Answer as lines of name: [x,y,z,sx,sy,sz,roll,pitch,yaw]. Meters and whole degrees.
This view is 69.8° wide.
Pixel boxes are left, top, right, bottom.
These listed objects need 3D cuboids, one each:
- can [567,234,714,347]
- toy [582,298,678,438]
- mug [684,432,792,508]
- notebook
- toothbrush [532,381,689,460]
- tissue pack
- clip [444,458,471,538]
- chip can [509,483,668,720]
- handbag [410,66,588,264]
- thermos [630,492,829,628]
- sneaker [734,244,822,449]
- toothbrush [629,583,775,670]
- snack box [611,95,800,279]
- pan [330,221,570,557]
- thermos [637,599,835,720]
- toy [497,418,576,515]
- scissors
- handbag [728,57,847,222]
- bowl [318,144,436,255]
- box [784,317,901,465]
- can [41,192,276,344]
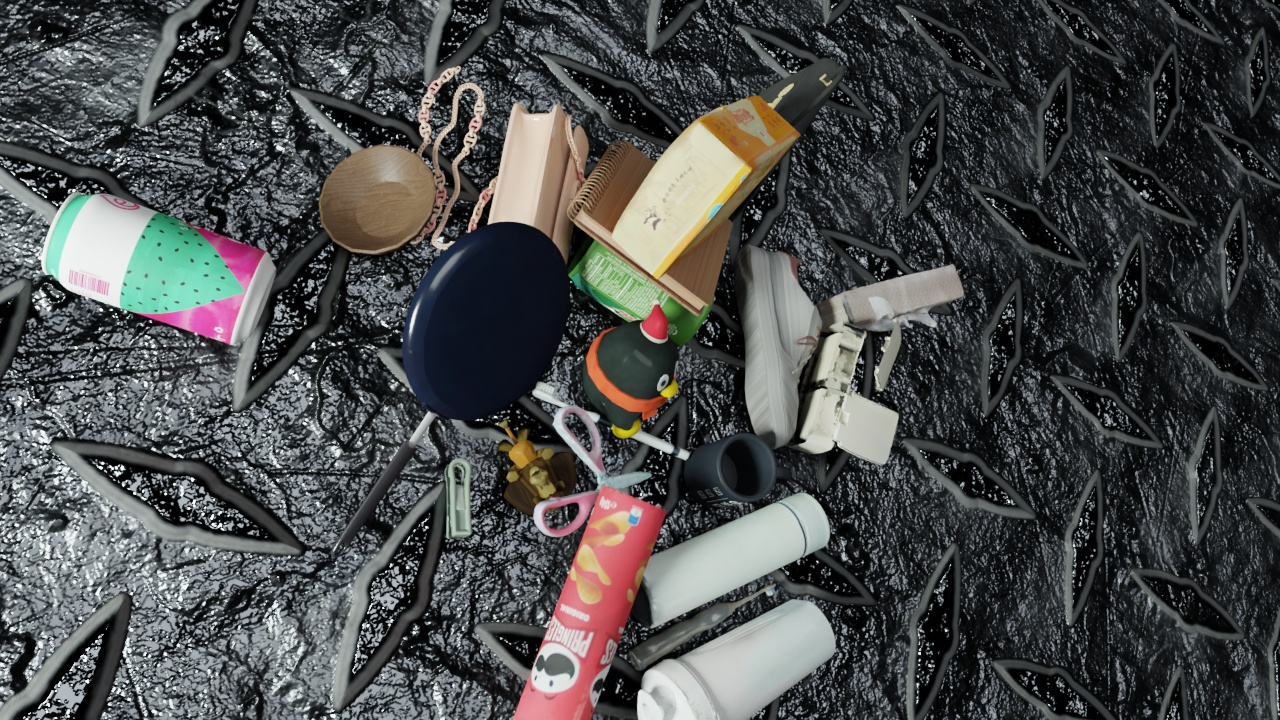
can: [0.000,-0.082,0.982,0.144,0.083,0.082,33,66,-13]
toy: [-0.005,0.006,0.938,0.099,0.119,0.097,42,48,3]
mug: [0.110,0.121,0.983,0.105,0.078,0.071,8,73,-22]
notebook: [0.017,-0.151,0.981,0.169,0.022,0.209,36,32,-10]
toothbrush: [-0.028,0.065,0.972,0.186,0.012,0.017,25,64,-17]
tissue pack: [0.296,-0.062,1.101,0.181,0.104,0.071,-10,83,-27]
clip: [-0.174,0.132,0.880,0.023,0.048,0.076,4,71,-25]
chip can: [-0.046,0.237,0.863,0.073,0.073,0.232,25,78,-17]
handbag: [-0.150,-0.190,0.968,0.187,0.116,0.198,6,76,16]
thermos: [0.092,0.205,0.960,0.229,0.068,0.068,-18,84,-26]
sneaker: [0.166,-0.018,1.034,0.089,0.099,0.236,-2,75,-10]
toothbrush: [0.069,0.271,0.959,0.185,0.022,0.024,-20,88,-28]
snack box: [0.064,-0.182,0.908,0.080,0.145,0.194,43,32,1]
pan: [-0.180,0.032,0.857,0.356,0.021,0.199,-57,146,-8]
thermos: [0.095,0.320,0.920,0.219,0.100,0.099,-19,85,-31]
toy: [-0.107,0.101,0.897,0.076,0.062,0.100,-33,101,-9]
scissors: [-0.044,0.109,0.914,0.172,0.014,0.158,-7,92,-49]
handbag: [0.167,-0.272,1.043,0.072,0.196,0.175,42,64,-9]
bowl: [-0.253,-0.153,0.900,0.118,0.030,0.117,-2,72,6]
box: [0.244,0.038,0.982,0.101,0.194,0.143,19,82,-4]
can: [-0.410,-0.079,0.793,0.165,0.088,0.088,21,69,-18]
